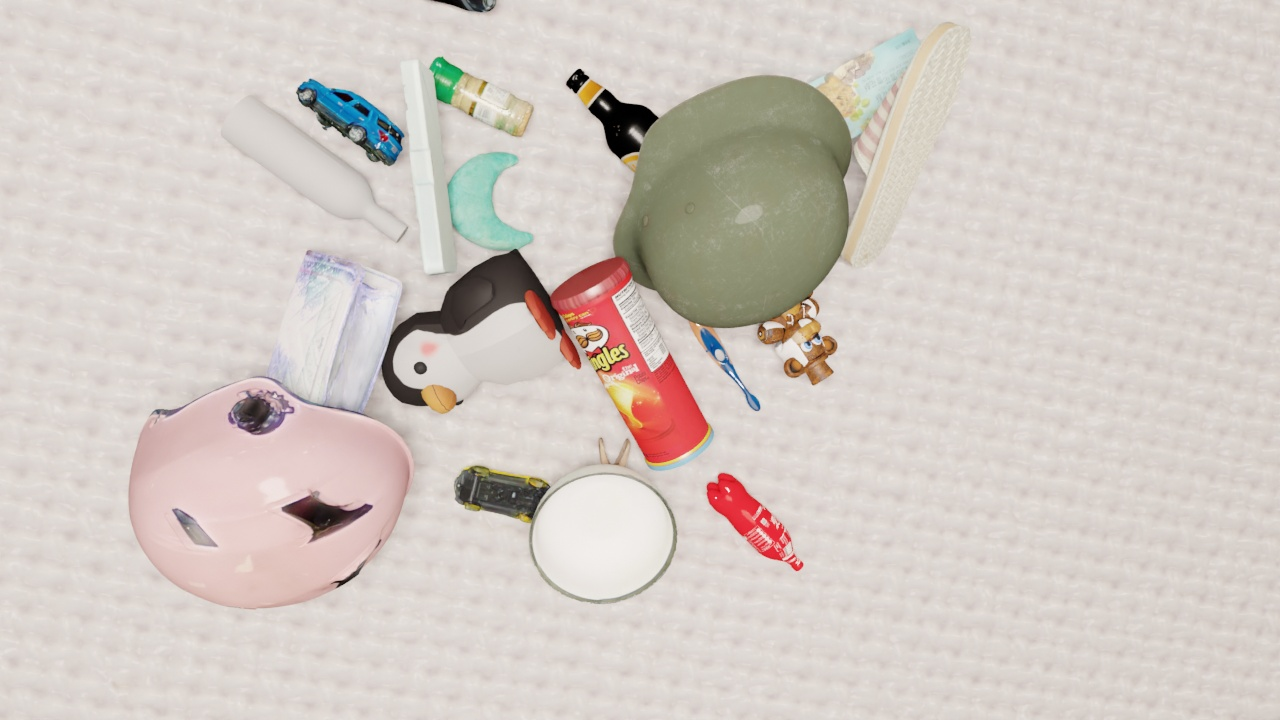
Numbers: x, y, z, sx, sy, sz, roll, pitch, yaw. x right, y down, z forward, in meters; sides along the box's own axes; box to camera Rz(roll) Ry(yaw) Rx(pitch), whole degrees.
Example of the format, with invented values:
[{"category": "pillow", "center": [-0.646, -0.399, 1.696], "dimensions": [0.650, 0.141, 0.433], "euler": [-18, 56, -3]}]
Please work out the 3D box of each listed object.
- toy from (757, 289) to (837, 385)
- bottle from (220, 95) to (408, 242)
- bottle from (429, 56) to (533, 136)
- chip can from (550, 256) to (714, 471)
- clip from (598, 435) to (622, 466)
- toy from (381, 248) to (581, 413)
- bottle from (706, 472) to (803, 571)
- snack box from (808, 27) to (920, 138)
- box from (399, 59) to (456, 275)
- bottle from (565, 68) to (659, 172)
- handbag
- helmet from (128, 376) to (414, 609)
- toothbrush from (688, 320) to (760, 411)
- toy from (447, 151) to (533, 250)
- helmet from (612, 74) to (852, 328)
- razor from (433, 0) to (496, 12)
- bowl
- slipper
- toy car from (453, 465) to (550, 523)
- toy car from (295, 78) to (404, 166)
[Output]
[{"category": "toy", "center": [0.173, -0.029, 1.002], "dimensions": [0.087, 0.067, 0.112], "euler": [-30, 85, -28]}, {"category": "bottle", "center": [-0.322, -0.186, 0.927], "dimensions": [0.195, 0.052, 0.052], "euler": [36, 89, -9]}, {"category": "bottle", "center": [-0.166, -0.271, 0.947], "dimensions": [0.111, 0.043, 0.043], "euler": [24, 91, -10]}, {"category": "chip can", "center": [-0.006, 0.006, 0.949], "dimensions": [0.087, 0.087, 0.213], "euler": [-30, 110, -5]}, {"category": "clip", "center": [-0.035, 0.113, 1.006], "dimensions": [0.061, 0.026, 0.049], "euler": [41, 99, -16]}, {"category": "toy", "center": [-0.177, -0.025, 0.934], "dimensions": [0.184, 0.159, 0.140], "euler": [-27, 59, 4]}, {"category": "bottle", "center": [0.130, 0.184, 1.023], "dimensions": [0.042, 0.042, 0.141], "euler": [-45, 99, -2]}, {"category": "snack box", "center": [0.231, -0.283, 0.994], "dimensions": [0.174, 0.053, 0.075], "euler": [-29, 100, -4]}, {"category": "box", "center": [-0.208, -0.182, 0.901], "dimensions": [0.044, 0.136, 0.197], "euler": [-6, 95, -12]}, {"category": "bottle", "center": [-0.004, -0.235, 0.962], "dimensions": [0.181, 0.059, 0.059], "euler": [41, 88, -9]}, {"category": "handbag", "center": [-0.311, -0.024, 0.920], "dimensions": [0.069, 0.127, 0.158], "euler": [16, 91, -52]}, {"category": "helmet", "center": [-0.344, 0.139, 0.854], "dimensions": [0.255, 0.152, 0.230], "euler": [-3, 133, -6]}, {"category": "toothbrush", "center": [0.093, 0.001, 1.019], "dimensions": [0.021, 0.017, 0.135], "euler": [-36, 96, -7]}, {"category": "toy", "center": [-0.161, -0.164, 0.963], "dimensions": [0.085, 0.033, 0.105], "euler": [-13, 95, -18]}, {"category": "helmet", "center": [0.098, -0.122, 0.898], "dimensions": [0.268, 0.153, 0.227], "euler": [-34, 135, 26]}, {"category": "razor", "center": [-0.212, -0.390, 0.919], "dimensions": [0.140, 0.064, 0.053], "euler": [11, 92, -9]}, {"category": "bowl", "center": [-0.041, 0.174, 0.975], "dimensions": [0.153, 0.072, 0.153], "euler": [-2, 109, -5]}, {"category": "slipper", "center": [0.264, -0.221, 0.954], "dimensions": [0.052, 0.114, 0.264], "euler": [35, 127, 28]}, {"category": "toy car", "center": [-0.148, 0.143, 0.988], "dimensions": [0.107, 0.030, 0.049], "euler": [15, 94, -11]}, {"category": "toy car", "center": [-0.288, -0.241, 0.916], "dimensions": [0.120, 0.056, 0.043], "euler": [34, 84, 11]}]
